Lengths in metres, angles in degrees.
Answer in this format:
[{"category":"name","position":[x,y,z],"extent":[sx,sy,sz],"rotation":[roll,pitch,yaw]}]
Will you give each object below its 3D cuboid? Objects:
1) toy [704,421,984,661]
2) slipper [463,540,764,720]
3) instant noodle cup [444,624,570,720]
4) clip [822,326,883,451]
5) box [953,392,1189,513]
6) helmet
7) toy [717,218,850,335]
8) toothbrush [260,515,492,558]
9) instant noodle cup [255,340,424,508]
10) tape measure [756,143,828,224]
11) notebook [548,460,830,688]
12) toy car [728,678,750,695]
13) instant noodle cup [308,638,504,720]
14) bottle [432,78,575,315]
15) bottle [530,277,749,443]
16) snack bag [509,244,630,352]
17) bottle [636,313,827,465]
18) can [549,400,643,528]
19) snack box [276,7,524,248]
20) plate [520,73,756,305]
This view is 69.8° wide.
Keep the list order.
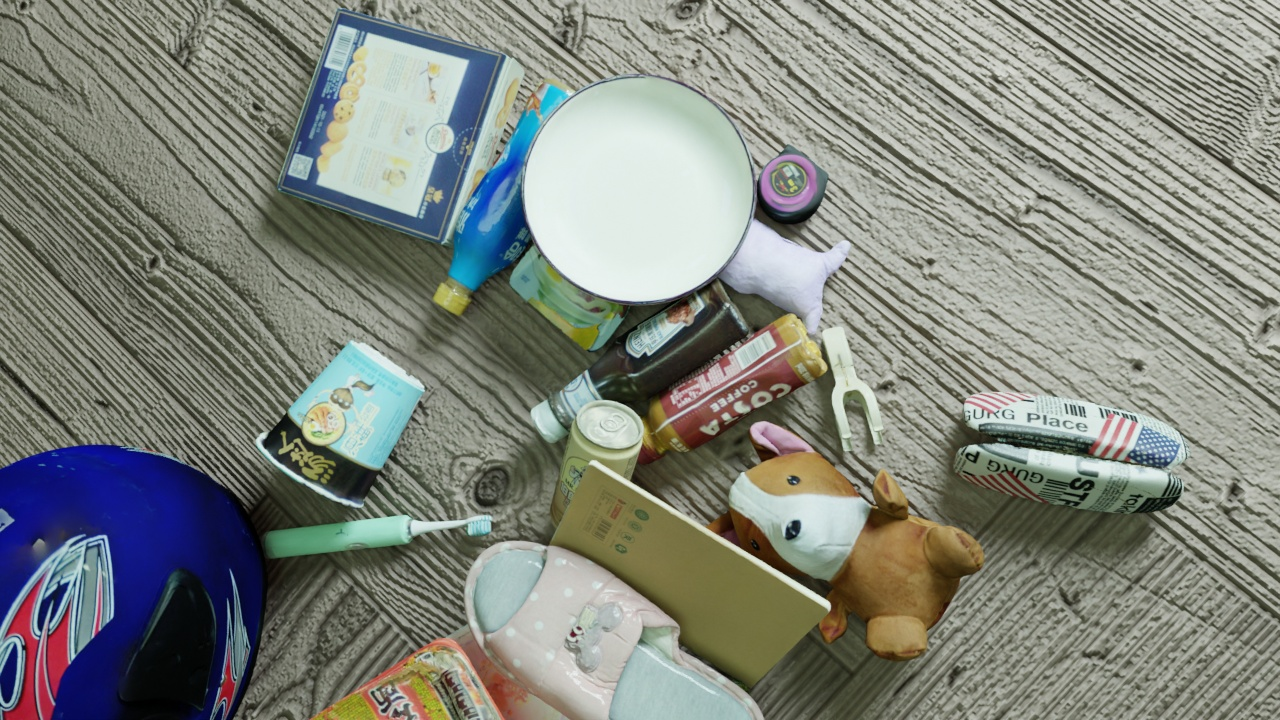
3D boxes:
[{"category":"toy","position":[0.149,0.141,0.714],"extent":[0.199,0.130,0.140],"rotation":[32,95,21]},{"category":"slipper","position":[-0.023,0.239,0.723],"extent":[0.274,0.054,0.114],"rotation":[34,76,7]},{"category":"instant noodle cup","position":[-0.128,0.295,0.787],"extent":[0.173,0.060,0.138],"rotation":[-33,81,9]},{"category":"clip","position":[0.169,0.025,0.740],"extent":[0.035,0.094,0.102],"rotation":[-13,95,10]},{"category":"box","position":[0.332,0.063,0.713],"extent":[0.163,0.076,0.087],"rotation":[10,64,15]},{"category":"helmet","position":[-0.471,0.228,0.760],"extent":[0.248,0.240,0.315],"rotation":[11,91,23]},{"category":"toy","position":[0.113,-0.080,0.770],"extent":[0.108,0.039,0.084],"rotation":[25,92,14]},{"category":"toothbrush","position":[-0.241,0.158,0.836],"extent":[0.225,0.026,0.027],"rotation":[-8,60,11]},{"category":"instant noodle cup","position":[-0.257,0.050,0.810],"extent":[0.111,0.111,0.120],"rotation":[33,86,12]},{"category":"tape measure","position":[0.126,-0.144,0.772],"extent":[0.057,0.039,0.058],"rotation":[39,90,11]},{"category":"notebook","position":[0.028,0.175,0.728],"extent":[0.207,0.008,0.148],"rotation":[30,135,5]},{"category":"toy car","position":[0.046,0.280,0.763],"extent":[0.091,0.036,0.043],"rotation":[8,86,9]},{"category":"instant noodle cup","position":[-0.174,0.326,0.724],"extent":[0.189,0.079,0.164],"rotation":[-33,81,7]},{"category":"bottle","position":[-0.114,-0.139,0.809],"extent":[0.065,0.065,0.219],"rotation":[32,94,12]},{"category":"bottle","position":[-0.005,0.005,0.771],"extent":[0.195,0.079,0.044],"rotation":[-33,118,9]},{"category":"snack bag","position":[-0.020,-0.109,0.802],"extent":[0.110,0.039,0.191],"rotation":[40,92,15]},{"category":"bottle","position":[0.065,0.029,0.758],"extent":[0.175,0.057,0.057],"rotation":[-32,81,16]},{"category":"can","position":[-0.037,0.093,0.754],"extent":[0.058,0.058,0.117],"rotation":[26,128,12]},{"category":"snack box","position":[-0.222,-0.213,0.845],"extent":[0.182,0.045,0.178],"rotation":[20,91,12]},{"category":"plate","position":[-0.002,-0.139,0.763],"extent":[0.192,0.039,0.192],"rotation":[0,86,0]}]
